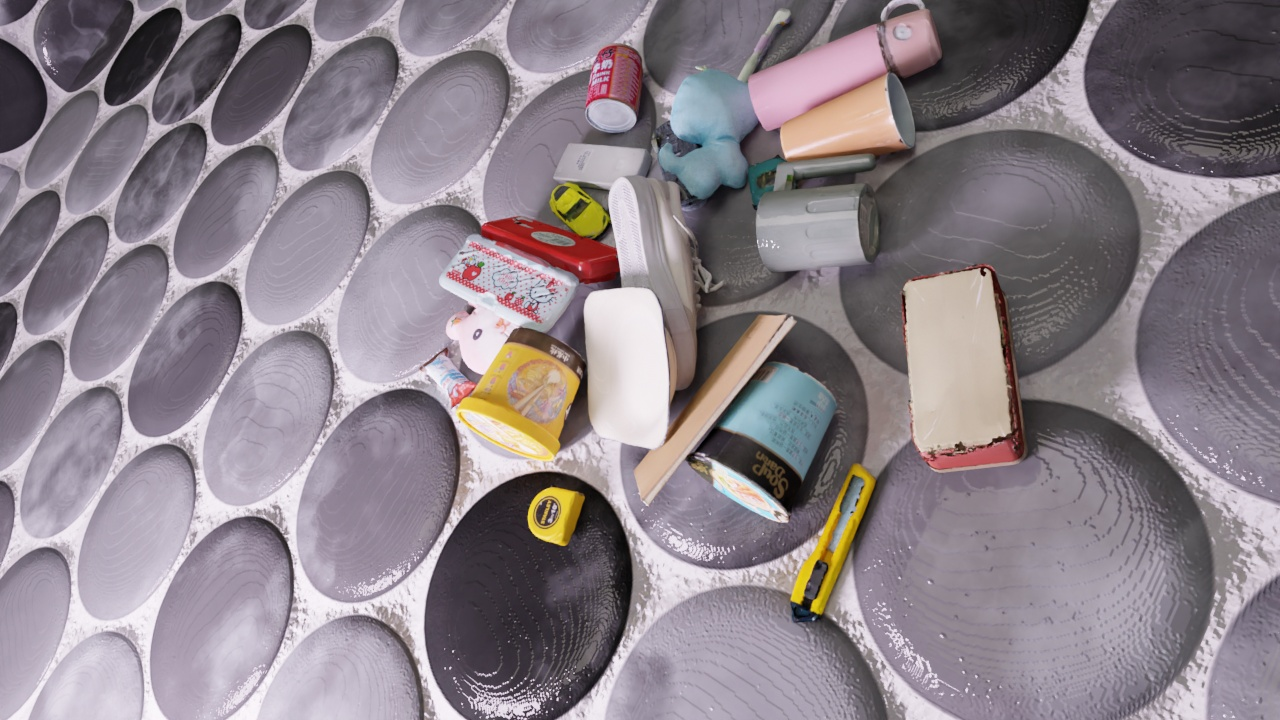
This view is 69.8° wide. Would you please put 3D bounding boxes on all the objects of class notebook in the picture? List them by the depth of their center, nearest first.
[{"bbox_3d":[0.064,0.039,0.885,0.012,0.149,0.211,39,91,-5],"label":"notebook"}]

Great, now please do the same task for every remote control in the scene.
[{"bbox_3d":[-0.048,-0.243,1.155,0.135,0.019,0.056,14,75,37],"label":"remote control"}]

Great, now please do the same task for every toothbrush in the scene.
[{"bbox_3d":[0.126,-0.335,1.089,0.189,0.020,0.029,-60,21,-5],"label":"toothbrush"}]

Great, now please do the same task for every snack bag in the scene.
[{"bbox_3d":[-0.239,0.022,1.145,0.048,0.026,0.104,-40,51,-5],"label":"snack bag"}]

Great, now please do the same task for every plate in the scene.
[{"bbox_3d":[-0.006,0.006,0.953,0.164,0.034,0.163,6,99,59],"label":"plate"}]

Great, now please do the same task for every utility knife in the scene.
[{"bbox_3d":[0.170,0.163,0.816,0.033,0.015,0.153,18,78,35],"label":"utility knife"}]

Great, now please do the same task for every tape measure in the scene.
[{"bbox_3d":[-0.090,0.165,0.975,0.057,0.029,0.060,7,72,34],"label":"tape measure"},{"bbox_3d":[0.144,-0.196,1.004,0.055,0.025,0.058,-18,59,26],"label":"tape measure"}]

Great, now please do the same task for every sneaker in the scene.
[{"bbox_3d":[0.034,-0.085,0.996,0.090,0.090,0.242,-31,67,57],"label":"sneaker"}]

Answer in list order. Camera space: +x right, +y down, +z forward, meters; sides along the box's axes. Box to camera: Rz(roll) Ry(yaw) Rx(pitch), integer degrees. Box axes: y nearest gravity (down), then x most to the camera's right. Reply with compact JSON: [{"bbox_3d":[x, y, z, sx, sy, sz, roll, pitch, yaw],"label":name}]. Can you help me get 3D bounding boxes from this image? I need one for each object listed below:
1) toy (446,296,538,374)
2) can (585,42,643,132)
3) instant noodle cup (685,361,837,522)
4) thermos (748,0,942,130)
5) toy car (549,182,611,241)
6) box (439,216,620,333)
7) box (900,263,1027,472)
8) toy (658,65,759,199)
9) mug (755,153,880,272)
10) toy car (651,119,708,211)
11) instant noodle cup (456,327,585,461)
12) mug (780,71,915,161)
[{"bbox_3d":[-0.185,-0.046,1.129,0.159,0.054,0.121,25,80,46],"label":"toy"},{"bbox_3d":[-0.032,-0.347,1.166,0.067,0.066,0.093,-7,64,30],"label":"can"},{"bbox_3d":[0.120,0.070,0.846,0.111,0.111,0.120,23,72,38],"label":"instant noodle cup"},{"bbox_3d":[0.217,-0.322,0.989,0.199,0.067,0.087,-17,74,27],"label":"thermos"},{"bbox_3d":[-0.077,-0.186,1.139,0.048,0.032,0.105,-47,53,4],"label":"toy car"},{"bbox_3d":[-0.132,-0.113,1.086,0.201,0.065,0.159,25,53,38],"label":"box"},{"bbox_3d":[0.272,0.004,0.789,0.091,0.077,0.168,-11,61,28],"label":"box"},{"bbox_3d":[0.081,-0.265,1.040,0.161,0.050,0.156,-21,85,-22],"label":"toy"},{"bbox_3d":[0.181,-0.151,0.920,0.104,0.083,0.123,0,68,31],"label":"mug"},{"bbox_3d":[0.051,-0.230,1.076,0.054,0.036,0.120,-22,67,20],"label":"toy car"},{"bbox_3d":[-0.125,0.035,1.012,0.119,0.118,0.114,9,65,36],"label":"instant noodle cup"},{"bbox_3d":[0.213,-0.240,0.953,0.123,0.078,0.078,-12,61,33],"label":"mug"}]
